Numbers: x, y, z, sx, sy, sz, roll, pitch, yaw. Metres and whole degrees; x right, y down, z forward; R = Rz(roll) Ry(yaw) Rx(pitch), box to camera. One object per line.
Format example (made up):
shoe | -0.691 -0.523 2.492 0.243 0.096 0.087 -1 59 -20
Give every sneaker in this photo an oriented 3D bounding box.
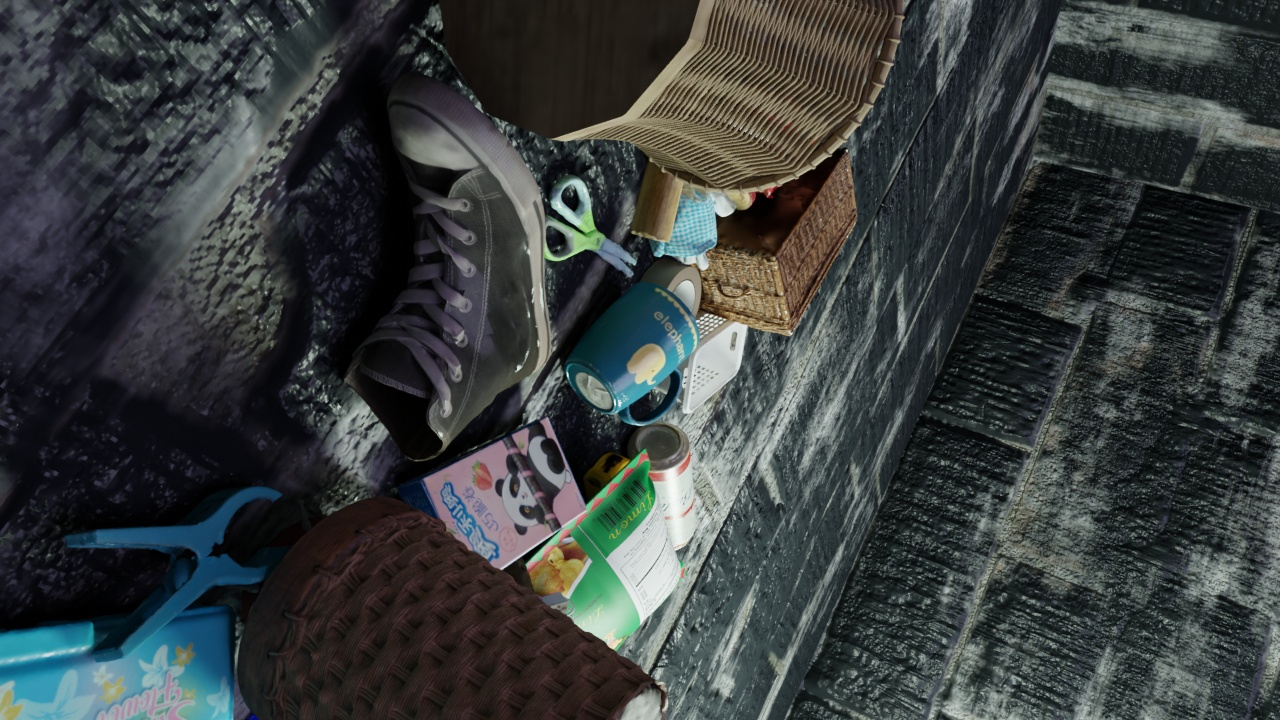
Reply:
sneaker | -0.125 -0.047 0.549 0.119 0.095 0.235 -49 156 -36

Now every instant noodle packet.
instant noodle packet | -0.040 0.221 0.905 0.195 0.090 0.253 -42 144 -21

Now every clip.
clip | -0.237 0.087 0.480 0.126 0.028 0.113 2 83 -68

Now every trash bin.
trash bin | -0.099 0.185 0.523 0.150 0.210 0.151 -44 144 -44

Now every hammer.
hammer | 0.048 -0.251 0.672 0.033 0.132 0.331 -7 113 -59

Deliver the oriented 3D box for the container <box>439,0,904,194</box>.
container | 0.015 -0.219 0.551 0.195 0.227 0.227 -10 118 -54

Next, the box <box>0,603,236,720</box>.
box | -0.298 0.206 0.419 0.227 0.074 0.180 18 91 -65

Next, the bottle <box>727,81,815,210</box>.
bottle | 0.111 -0.206 0.890 0.111 0.099 0.099 -58 153 -12

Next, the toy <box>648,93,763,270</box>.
toy | 0.053 -0.165 0.811 0.206 0.131 0.105 90 16 -50

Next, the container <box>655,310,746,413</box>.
container | 0.064 -0.006 1.002 0.128 0.049 0.081 -35 139 -51

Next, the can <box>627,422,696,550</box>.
can | 0.026 0.143 1.019 0.067 0.067 0.170 -51 150 -34

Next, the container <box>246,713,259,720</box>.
container | -0.219 0.267 0.631 0.114 0.058 0.096 -39 142 -47

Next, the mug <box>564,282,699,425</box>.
mug | -0.005 0.005 0.818 0.104 0.085 0.112 -44 121 -29

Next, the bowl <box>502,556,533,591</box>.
bowl | -0.143 0.186 0.699 0.121 0.056 0.121 31 48 -42

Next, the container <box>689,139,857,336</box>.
container | 0.142 -0.139 0.982 0.198 0.114 0.113 -57 149 -27

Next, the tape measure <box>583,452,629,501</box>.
tape measure | -0.029 0.126 0.940 0.058 0.030 0.068 -47 148 -35

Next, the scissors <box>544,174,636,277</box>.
scissors | -0.041 -0.097 0.768 0.175 0.033 0.072 28 80 -62

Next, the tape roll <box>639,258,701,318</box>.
tape roll | 0.025 -0.052 0.909 0.093 0.030 0.094 -44 145 -42

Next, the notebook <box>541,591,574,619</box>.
notebook | -0.143 0.306 0.785 0.171 0.022 0.209 -7 117 -36

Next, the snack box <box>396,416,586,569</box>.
snack box | -0.108 0.108 0.708 0.153 0.033 0.088 -25 93 -57

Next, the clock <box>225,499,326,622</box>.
clock | -0.204 0.152 0.589 0.087 0.044 0.125 -54 151 -29
